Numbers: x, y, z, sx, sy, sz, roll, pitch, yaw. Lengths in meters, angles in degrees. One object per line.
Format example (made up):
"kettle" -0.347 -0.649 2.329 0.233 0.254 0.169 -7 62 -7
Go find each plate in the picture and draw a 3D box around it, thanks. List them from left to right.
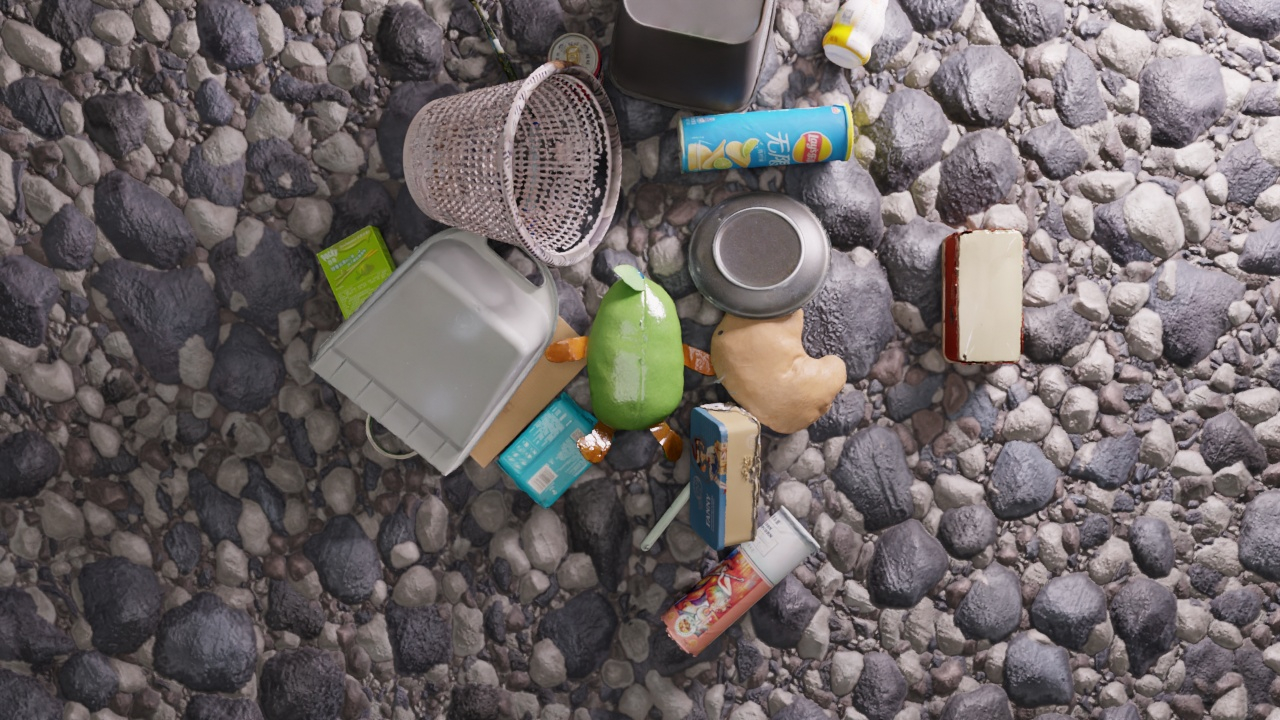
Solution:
"plate" 0.147 -0.136 1.142 0.179 0.024 0.179 -2 72 6

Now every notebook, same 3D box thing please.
"notebook" -0.181 0.013 1.186 0.149 0.012 0.211 45 89 -3

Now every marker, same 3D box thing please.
"marker" -0.139 -0.231 1.175 0.017 0.017 0.146 5 93 0

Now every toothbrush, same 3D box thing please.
"toothbrush" -0.179 -0.393 1.166 0.012 0.017 0.186 -27 93 -1
"toothbrush" 0.059 0.172 1.194 0.029 0.020 0.189 33 95 -34

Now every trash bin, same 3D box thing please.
"trash bin" -0.160 -0.230 1.075 0.192 0.227 0.227 9 93 30
"trash bin" 0.067 -0.415 1.063 0.198 0.219 0.199 12 91 -1

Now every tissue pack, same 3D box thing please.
"tissue pack" -0.109 0.115 1.177 0.133 0.050 0.093 -45 90 2

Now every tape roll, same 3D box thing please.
"tape roll" -0.313 0.085 1.196 0.086 0.014 0.086 0 93 0

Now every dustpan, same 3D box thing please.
"dustpan" -0.231 -0.035 1.149 0.222 0.142 0.258 41 110 -9

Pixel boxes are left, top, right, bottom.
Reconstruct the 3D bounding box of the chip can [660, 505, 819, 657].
"chip can" 0.126 0.284 1.173 0.215 0.071 0.071 -43 92 3

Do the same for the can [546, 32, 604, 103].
"can" -0.079 -0.359 1.128 0.066 0.094 0.066 0 93 1

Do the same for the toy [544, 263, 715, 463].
"toy" -0.007 0.007 1.150 0.226 0.090 0.246 4 86 -18

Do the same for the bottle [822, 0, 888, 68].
"bottle" 0.273 -0.420 1.136 0.063 0.063 0.108 27 93 -1

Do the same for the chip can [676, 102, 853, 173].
"chip can" 0.152 -0.276 1.141 0.210 0.071 0.071 -4 93 1

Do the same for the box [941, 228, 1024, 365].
"box" 0.431 -0.079 1.145 0.091 0.080 0.168 -1 94 1

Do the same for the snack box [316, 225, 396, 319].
"snack box" -0.342 -0.084 1.168 0.086 0.026 0.156 -26 87 10

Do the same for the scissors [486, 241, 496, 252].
"scissors" -0.242 -0.080 1.164 0.171 0.014 0.146 -41 104 -15

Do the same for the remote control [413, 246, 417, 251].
"remote control" -0.278 -0.078 1.183 0.056 0.019 0.135 14 93 0

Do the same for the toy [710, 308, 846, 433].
"toy" 0.153 -0.013 1.157 0.143 0.082 0.226 -39 89 -13

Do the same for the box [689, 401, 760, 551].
"box" 0.103 0.148 1.140 0.061 0.090 0.184 -5 105 -21
